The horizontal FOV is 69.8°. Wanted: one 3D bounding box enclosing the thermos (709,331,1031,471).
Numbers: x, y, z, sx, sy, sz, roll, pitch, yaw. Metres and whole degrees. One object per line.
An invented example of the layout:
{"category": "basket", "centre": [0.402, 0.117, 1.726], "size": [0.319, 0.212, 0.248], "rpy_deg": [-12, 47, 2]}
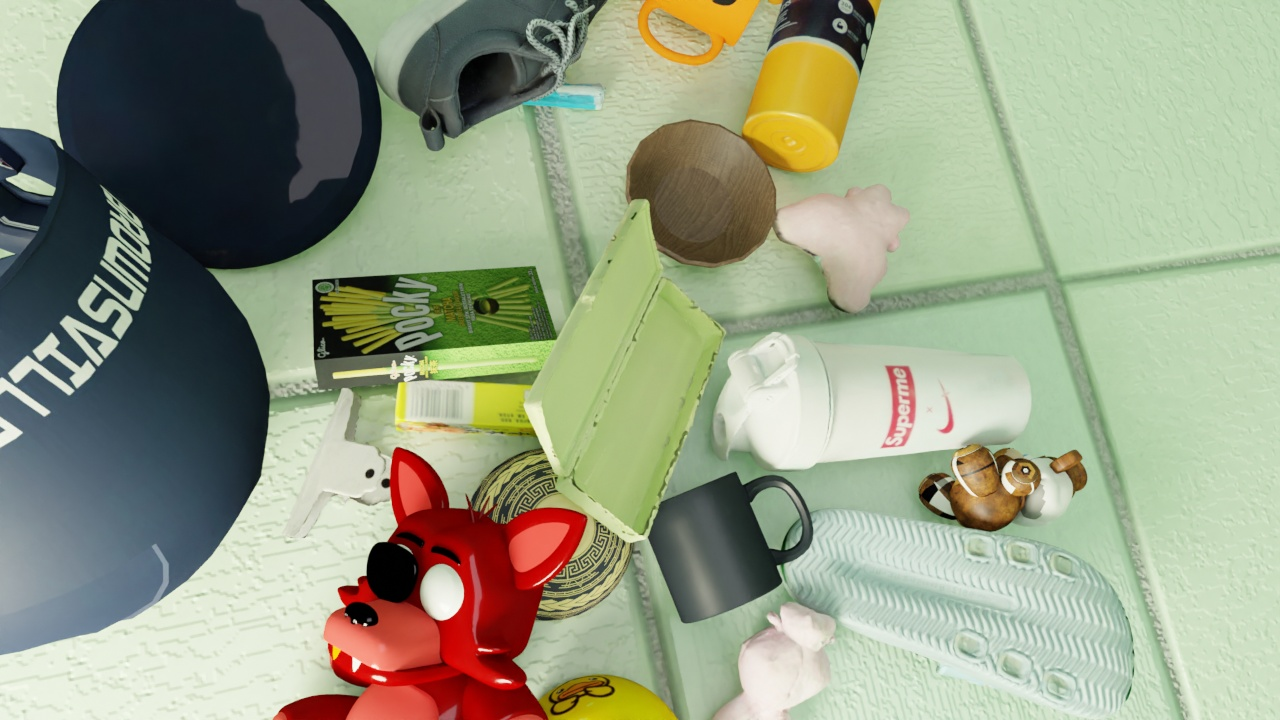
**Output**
{"category": "thermos", "centre": [0.163, 0.026, 0.650], "size": [0.220, 0.099, 0.099], "rpy_deg": [-1, 76, -19]}

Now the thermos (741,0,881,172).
{"category": "thermos", "centre": [0.139, -0.270, 0.728], "size": [0.091, 0.076, 0.232], "rpy_deg": [20, 72, -6]}

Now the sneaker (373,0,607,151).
{"category": "sneaker", "centre": [-0.077, -0.234, 0.647], "size": [0.087, 0.089, 0.235], "rpy_deg": [41, 70, 16]}

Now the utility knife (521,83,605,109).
{"category": "utility knife", "centre": [-0.086, -0.201, 0.685], "size": [0.123, 0.015, 0.022], "rpy_deg": [0, 63, -12]}

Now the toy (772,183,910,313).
{"category": "toy", "centre": [0.161, -0.096, 0.698], "size": [0.095, 0.053, 0.099], "rpy_deg": [-37, 85, -13]}

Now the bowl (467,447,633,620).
{"category": "bowl", "centre": [-0.055, 0.108, 0.586], "size": [0.112, 0.061, 0.112], "rpy_deg": [4, 75, -13]}

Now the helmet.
{"category": "helmet", "centre": [-0.322, 0.036, 0.463], "size": [0.272, 0.223, 0.231], "rpy_deg": [-7, 50, 12]}

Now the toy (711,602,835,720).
{"category": "toy", "centre": [0.089, 0.212, 0.605], "size": [0.063, 0.047, 0.110], "rpy_deg": [26, 85, -10]}

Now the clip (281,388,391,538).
{"category": "clip", "centre": [-0.183, 0.072, 0.588], "size": [0.054, 0.040, 0.101], "rpy_deg": [14, 72, 10]}

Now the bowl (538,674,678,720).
{"category": "bowl", "centre": [-0.019, 0.253, 0.554], "size": [0.117, 0.068, 0.117], "rpy_deg": [4, 75, -14]}

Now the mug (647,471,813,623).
{"category": "mug", "centre": [0.061, 0.116, 0.603], "size": [0.105, 0.071, 0.077], "rpy_deg": [-22, 82, -1]}

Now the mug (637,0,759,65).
{"category": "mug", "centre": [0.041, -0.286, 0.711], "size": [0.096, 0.077, 0.112], "rpy_deg": [26, 90, -7]}

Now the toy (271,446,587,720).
{"category": "toy", "centre": [-0.118, 0.161, 0.512], "size": [0.120, 0.159, 0.197], "rpy_deg": [18, 86, -53]}

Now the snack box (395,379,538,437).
{"category": "snack box", "centre": [-0.087, 0.033, 0.609], "size": [0.148, 0.040, 0.029], "rpy_deg": [4, 76, -13]}

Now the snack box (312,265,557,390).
{"category": "snack box", "centre": [-0.135, -0.024, 0.598], "size": [0.147, 0.025, 0.080], "rpy_deg": [-5, 43, -16]}

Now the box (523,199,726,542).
{"category": "box", "centre": [-0.009, 0.004, 0.588], "size": [0.141, 0.047, 0.187], "rpy_deg": [57, 41, -36]}

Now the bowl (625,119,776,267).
{"category": "bowl", "centre": [0.042, -0.120, 0.687], "size": [0.117, 0.030, 0.117], "rpy_deg": [4, 75, -13]}

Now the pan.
{"category": "pan", "centre": [-0.276, -0.237, 0.586], "size": [0.198, 0.021, 0.356], "rpy_deg": [-5, 94, -8]}

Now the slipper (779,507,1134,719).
{"category": "slipper", "centre": [0.216, 0.167, 0.638], "size": [0.245, 0.074, 0.103], "rpy_deg": [16, 70, 7]}

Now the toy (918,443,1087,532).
{"category": "toy", "centre": [0.269, 0.091, 0.664], "size": [0.112, 0.087, 0.067], "rpy_deg": [-15, 63, -24]}
